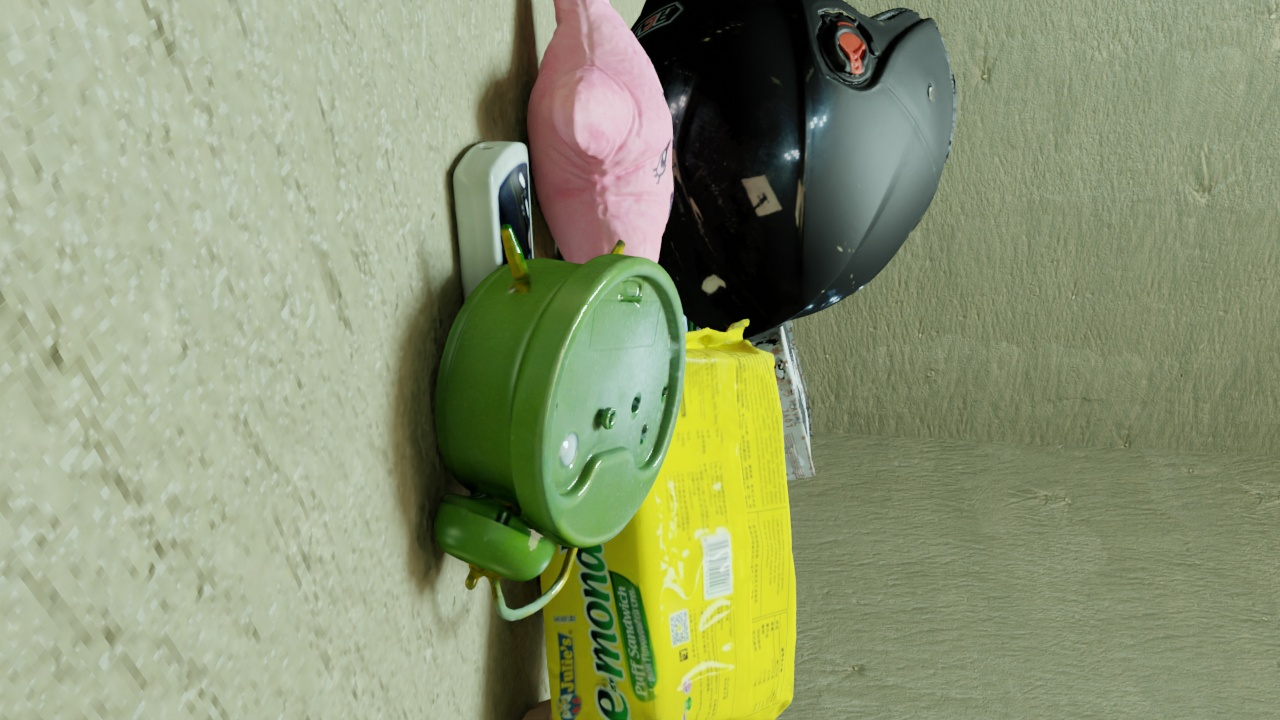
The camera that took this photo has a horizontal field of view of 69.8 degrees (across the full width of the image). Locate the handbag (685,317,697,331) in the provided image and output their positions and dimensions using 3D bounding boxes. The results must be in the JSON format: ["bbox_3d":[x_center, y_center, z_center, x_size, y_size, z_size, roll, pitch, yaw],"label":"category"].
[{"bbox_3d":[0.022,-0.038,0.868,0.120,0.068,0.131,22,70,-82],"label":"handbag"}]

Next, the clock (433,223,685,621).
[{"bbox_3d":[-0.033,0.029,0.375,0.116,0.056,0.161,-6,106,-63],"label":"clock"}]

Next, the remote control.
[{"bbox_3d":[-0.059,-0.019,0.405,0.058,0.021,0.150,-74,165,-64],"label":"remote control"}]

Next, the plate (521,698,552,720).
[{"bbox_3d":[-0.059,0.295,0.486,0.229,0.028,0.229,5,89,-83],"label":"plate"}]

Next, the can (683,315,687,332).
[{"bbox_3d":[0.012,-0.034,0.775,0.053,0.053,0.134,-27,109,-82],"label":"can"}]

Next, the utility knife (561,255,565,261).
[{"bbox_3d":[-0.035,-0.124,0.594,0.029,0.013,0.192,81,14,-63],"label":"utility knife"}]

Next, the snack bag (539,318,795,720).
[{"bbox_3d":[0.021,0.097,0.498,0.157,0.068,0.246,0,83,-46],"label":"snack bag"}]

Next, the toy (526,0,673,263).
[{"bbox_3d":[-0.017,-0.091,0.484,0.195,0.074,0.178,78,7,-61],"label":"toy"}]

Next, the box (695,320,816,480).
[{"bbox_3d":[0.114,0.081,0.831,0.177,0.088,0.262,-68,145,-69],"label":"box"}]

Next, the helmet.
[{"bbox_3d":[0.079,-0.154,0.666,0.275,0.234,0.229,52,57,-23],"label":"helmet"}]
